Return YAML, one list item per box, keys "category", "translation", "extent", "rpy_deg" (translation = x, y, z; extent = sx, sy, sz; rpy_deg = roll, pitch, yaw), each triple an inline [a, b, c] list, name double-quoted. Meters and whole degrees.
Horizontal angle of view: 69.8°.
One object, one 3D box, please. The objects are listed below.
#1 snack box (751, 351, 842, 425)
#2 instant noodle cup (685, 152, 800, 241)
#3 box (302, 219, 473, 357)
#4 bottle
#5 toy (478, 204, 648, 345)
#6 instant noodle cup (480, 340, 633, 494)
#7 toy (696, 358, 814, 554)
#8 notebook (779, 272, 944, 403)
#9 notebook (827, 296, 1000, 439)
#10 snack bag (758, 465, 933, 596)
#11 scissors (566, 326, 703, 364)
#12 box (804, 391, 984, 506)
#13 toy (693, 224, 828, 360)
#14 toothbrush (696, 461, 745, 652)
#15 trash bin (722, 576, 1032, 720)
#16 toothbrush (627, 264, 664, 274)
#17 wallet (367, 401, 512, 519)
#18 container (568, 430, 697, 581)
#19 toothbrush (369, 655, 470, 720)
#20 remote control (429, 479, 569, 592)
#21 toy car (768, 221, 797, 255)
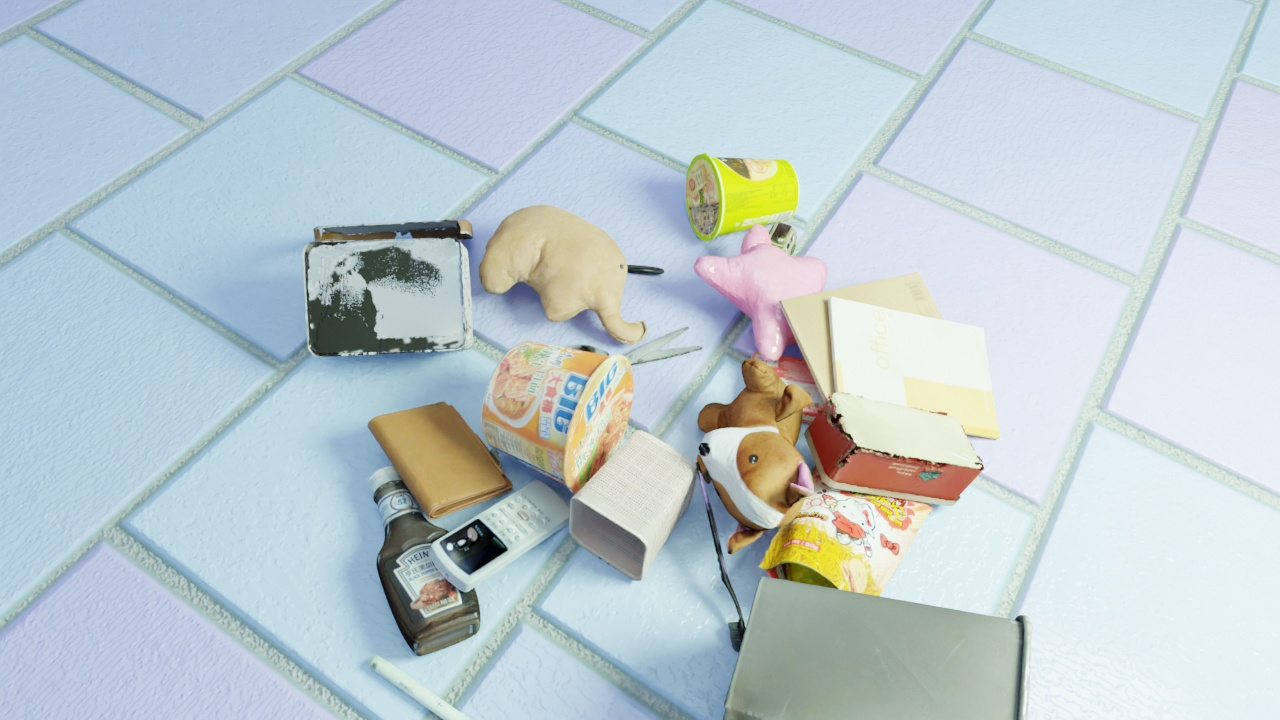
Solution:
- category: "snack box"
  translation: [0.199, 0.037, 1.051]
  extent: [0.153, 0.025, 0.075]
  rpy_deg: [9, 54, 4]
- category: "instant noodle cup"
  translation: [0.136, -0.217, 1.193]
  extent: [0.123, 0.112, 0.111]
  rpy_deg: [-9, 54, -20]
- category: "box"
  translation: [-0.288, -0.083, 1.086]
  extent: [0.180, 0.205, 0.158]
  rpy_deg: [-4, 97, -7]
- category: "bottle"
  translation: [-0.222, 0.190, 0.904]
  extent: [0.079, 0.044, 0.194]
  rpy_deg: [-16, 54, -24]
- category: "toy"
  translation: [-0.080, -0.106, 1.100]
  extent: [0.226, 0.082, 0.143]
  rpy_deg: [26, 75, 12]
- category: "instant noodle cup"
  translation: [-0.088, 0.051, 0.957]
  extent: [0.111, 0.152, 0.151]
  rpy_deg: [18, 54, 20]
- category: "toy"
  translation: [0.115, 0.092, 0.930]
  extent: [0.130, 0.140, 0.199]
  rpy_deg: [21, 40, -20]
- category: "notebook"
  translation: [0.275, -0.023, 1.058]
  extent: [0.211, 0.012, 0.149]
  rpy_deg: [-13, 70, -26]
- category: "notebook"
  translation: [0.310, 0.008, 1.042]
  extent: [0.206, 0.010, 0.145]
  rpy_deg: [10, 62, -15]
- category: "snack bag"
  translation: [0.207, 0.171, 0.921]
  extent: [0.128, 0.073, 0.207]
  rpy_deg: [29, 42, 18]
- category: "scissors"
  translation: [-0.017, -0.003, 1.077]
  extent: [0.165, 0.014, 0.162]
  rpy_deg: [20, 54, 10]
- category: "box"
  translation: [0.265, 0.085, 0.949]
  extent: [0.168, 0.077, 0.091]
  rpy_deg: [11, 38, -20]
- category: "toy"
  translation: [0.175, -0.079, 1.098]
  extent: [0.178, 0.075, 0.194]
  rpy_deg: [-29, 72, -32]
- category: "toothbrush"
  translation: [0.076, 0.191, 0.894]
  extent: [0.017, 0.014, 0.189]
  rpy_deg: [-17, 80, 15]
- category: "trash bin"
  translation: [0.186, 0.300, 0.764]
  extent: [0.220, 0.199, 0.198]
  rpy_deg: [12, 52, 15]
- category: "toothbrush"
  translation: [-0.060, -0.118, 1.158]
  extent: [0.181, 0.016, 0.018]
  rpy_deg: [4, 59, 1]
- category: "wallet"
  translation: [-0.208, 0.100, 0.961]
  extent: [0.107, 0.031, 0.132]
  rpy_deg: [-15, 53, -43]
- category: "container"
  translation: [-0.004, 0.142, 0.925]
  extent: [0.090, 0.090, 0.110]
  rpy_deg: [29, 55, 18]
- category: "toothbrush"
  translation: [-0.172, 0.320, 0.825]
  extent: [0.189, 0.029, 0.020]
  rpy_deg: [28, 15, 18]
- category: "remote control"
  translation: [-0.136, 0.170, 0.911]
  extent: [0.058, 0.021, 0.149]
  rpy_deg: [40, 43, 21]
- category: "toy car"
  translation: [0.170, -0.138, 1.174]
  extent: [0.042, 0.035, 0.090]
  rpy_deg: [21, 58, 15]
